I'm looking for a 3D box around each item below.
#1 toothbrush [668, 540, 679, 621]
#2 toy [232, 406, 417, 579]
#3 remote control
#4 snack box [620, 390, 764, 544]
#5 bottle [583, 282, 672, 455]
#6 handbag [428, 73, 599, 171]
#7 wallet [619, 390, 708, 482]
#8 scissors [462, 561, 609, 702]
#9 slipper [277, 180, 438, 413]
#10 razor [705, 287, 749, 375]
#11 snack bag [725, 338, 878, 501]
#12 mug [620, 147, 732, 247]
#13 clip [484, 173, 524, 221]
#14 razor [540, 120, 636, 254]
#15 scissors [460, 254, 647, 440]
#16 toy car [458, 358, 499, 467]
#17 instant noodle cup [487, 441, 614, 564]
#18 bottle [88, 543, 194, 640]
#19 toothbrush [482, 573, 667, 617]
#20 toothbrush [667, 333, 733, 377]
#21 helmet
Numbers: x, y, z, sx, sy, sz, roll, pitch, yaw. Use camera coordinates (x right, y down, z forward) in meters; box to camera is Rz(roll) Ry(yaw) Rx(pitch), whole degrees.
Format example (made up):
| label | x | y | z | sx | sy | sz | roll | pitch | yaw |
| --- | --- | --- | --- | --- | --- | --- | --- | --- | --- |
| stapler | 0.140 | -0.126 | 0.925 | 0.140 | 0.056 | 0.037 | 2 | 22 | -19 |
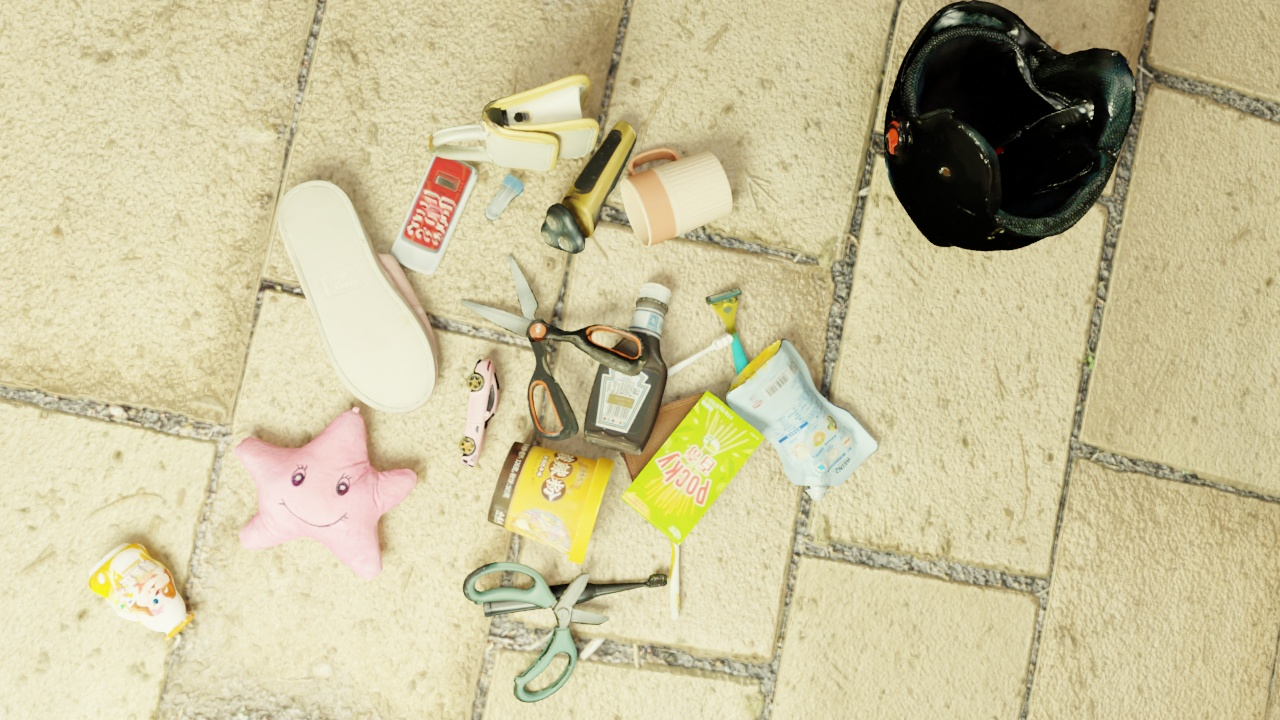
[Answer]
| label | x | y | z | sx | sy | sz | roll | pitch | yaw |
| --- | --- | --- | --- | --- | --- | --- | --- | --- | --- |
| toothbrush | 0.036 | 0.209 | 1.072 | 0.018 | 0.016 | 0.191 | 0 | 88 | -13 |
| toy | -0.345 | 0.132 | 0.989 | 0.194 | 0.075 | 0.178 | 18 | 86 | -6 |
| remote control | -0.234 | -0.166 | 1.040 | 0.056 | 0.020 | 0.136 | 24 | 85 | -8 |
| snack box | 0.058 | 0.120 | 1.029 | 0.086 | 0.026 | 0.156 | 40 | 81 | 3 |
| bottle | -0.006 | 0.006 | 1.043 | 0.080 | 0.044 | 0.194 | 13 | 75 | 10 |
| handbag | -0.135 | -0.238 | 0.985 | 0.178 | 0.163 | 0.063 | -16 | 92 | -7 |
| wallet | 0.040 | 0.100 | 1.059 | 0.124 | 0.032 | 0.101 | -18 | 80 | -6 |
| scissors | -0.130 | 0.296 | 1.024 | 0.170 | 0.019 | 0.171 | 26 | 98 | -14 |
| slipper | -0.310 | -0.068 | 1.009 | 0.114 | 0.054 | 0.274 | -28 | 96 | -8 |
| razor | 0.114 | -0.017 | 1.082 | 0.043 | 0.028 | 0.132 | -17 | 95 | -2 |
| snack bag | 0.190 | 0.074 | 1.080 | 0.110 | 0.039 | 0.191 | -46 | 108 | -16 |
| mug | 0.035 | -0.198 | 1.056 | 0.105 | 0.082 | 0.114 | -21 | 62 | -10 |
| clip | -0.158 | -0.185 | 1.054 | 0.026 | 0.036 | 0.058 | 35 | 81 | -8 |
| razor | -0.055 | -0.201 | 1.049 | 0.062 | 0.067 | 0.167 | 22 | 77 | 32 |
| scissors | -0.102 | -0.014 | 1.022 | 0.221 | 0.022 | 0.227 | 4 | 76 | 6 |
| toy car | -0.178 | 0.059 | 1.026 | 0.037 | 0.056 | 0.122 | 8 | 88 | -1 |
| instant noodle cup | -0.099 | 0.150 | 1.009 | 0.114 | 0.118 | 0.118 | 18 | 86 | 1 |
| bottle | -0.523 | 0.245 | 0.967 | 0.063 | 0.063 | 0.108 | -44 | 95 | -7 |
| toothbrush | -0.073 | 0.266 | 1.050 | 0.212 | 0.026 | 0.027 | -6 | 129 | -8 |
| toothbrush | 0.028 | 0.017 | 1.063 | 0.180 | 0.016 | 0.016 | -30 | 94 | 2 |
| helmet | 0.385 | -0.251 | 1.029 | 0.233 | 0.231 | 0.274 | -25 | 82 | -17 |
